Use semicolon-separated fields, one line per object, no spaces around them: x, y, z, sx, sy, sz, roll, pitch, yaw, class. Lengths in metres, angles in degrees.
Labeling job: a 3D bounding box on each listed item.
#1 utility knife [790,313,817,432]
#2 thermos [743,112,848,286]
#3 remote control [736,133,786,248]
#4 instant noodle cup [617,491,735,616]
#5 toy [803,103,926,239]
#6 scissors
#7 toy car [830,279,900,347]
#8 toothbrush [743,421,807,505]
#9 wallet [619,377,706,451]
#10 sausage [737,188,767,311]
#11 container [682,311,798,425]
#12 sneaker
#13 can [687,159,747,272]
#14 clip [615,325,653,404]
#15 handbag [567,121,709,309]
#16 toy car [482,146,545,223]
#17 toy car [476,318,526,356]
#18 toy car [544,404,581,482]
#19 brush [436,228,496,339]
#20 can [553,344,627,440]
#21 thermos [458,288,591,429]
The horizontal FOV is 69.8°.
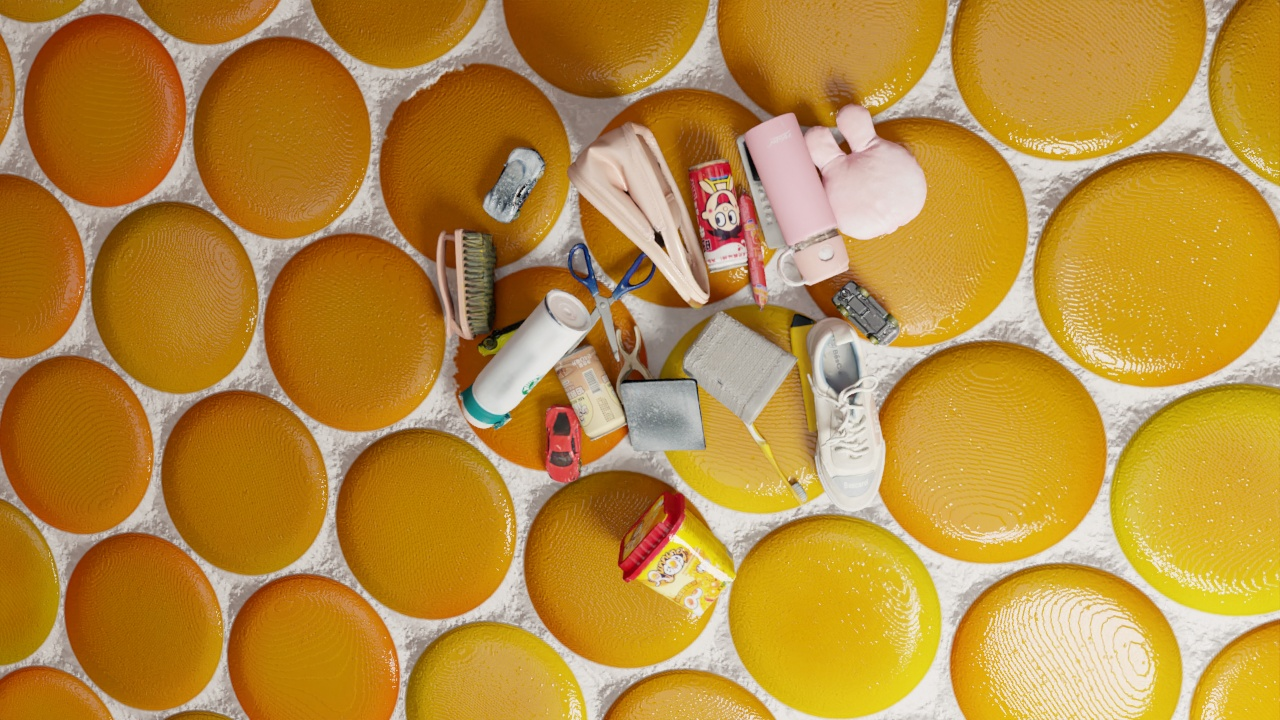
0.213;0.016;1.160;0.033;0.015;0.154;-7;95;18;utility knife
0.180;-0.187;1.097;0.087;0.067;0.198;-21;93;0;thermos
0.166;-0.217;1.143;0.058;0.021;0.150;-17;93;12;remote control
0.050;0.250;1.172;0.123;0.116;0.116;39;101;-7;instant noodle cup
0.268;-0.226;1.104;0.121;0.054;0.159;-30;92;11;toy
-0.046;-0.084;1.180;0.162;0.012;0.175;-33;72;-3;scissors
0.279;-0.057;1.129;0.090;0.035;0.042;45;103;4;toy car
0.159;0.104;1.179;0.018;0.016;0.191;-33;89;1;toothbrush
0.030;0.070;1.171;0.097;0.019;0.121;-3;129;11;wallet
0.143;-0.139;1.156;0.020;0.020;0.156;-9;94;12;sausage
0.118;0.007;1.133;0.114;0.090;0.090;36;79;9;container
0.253;0.069;1.108;0.089;0.090;0.242;-9;96;-1;sneaker
0.097;-0.179;1.144;0.053;0.053;0.133;-11;93;12;can
0.004;0.008;1.193;0.084;0.034;0.104;9;89;14;clip
0.019;-0.167;1.102;0.093;0.193;0.234;-31;99;14;handbag
-0.166;-0.231;1.203;0.049;0.031;0.106;33;100;6;toy car
-0.166;-0.032;1.214;0.105;0.048;0.032;-24;104;13;toy car
-0.103;0.112;1.225;0.049;0.031;0.106;3;98;12;toy car
-0.230;-0.100;1.213;0.073;0.063;0.145;0;97;7;brush
-0.065;0.041;1.195;0.058;0.058;0.116;-26;90;12;can
-0.152;0.007;1.176;0.073;0.073;0.225;47;122;4;thermos
